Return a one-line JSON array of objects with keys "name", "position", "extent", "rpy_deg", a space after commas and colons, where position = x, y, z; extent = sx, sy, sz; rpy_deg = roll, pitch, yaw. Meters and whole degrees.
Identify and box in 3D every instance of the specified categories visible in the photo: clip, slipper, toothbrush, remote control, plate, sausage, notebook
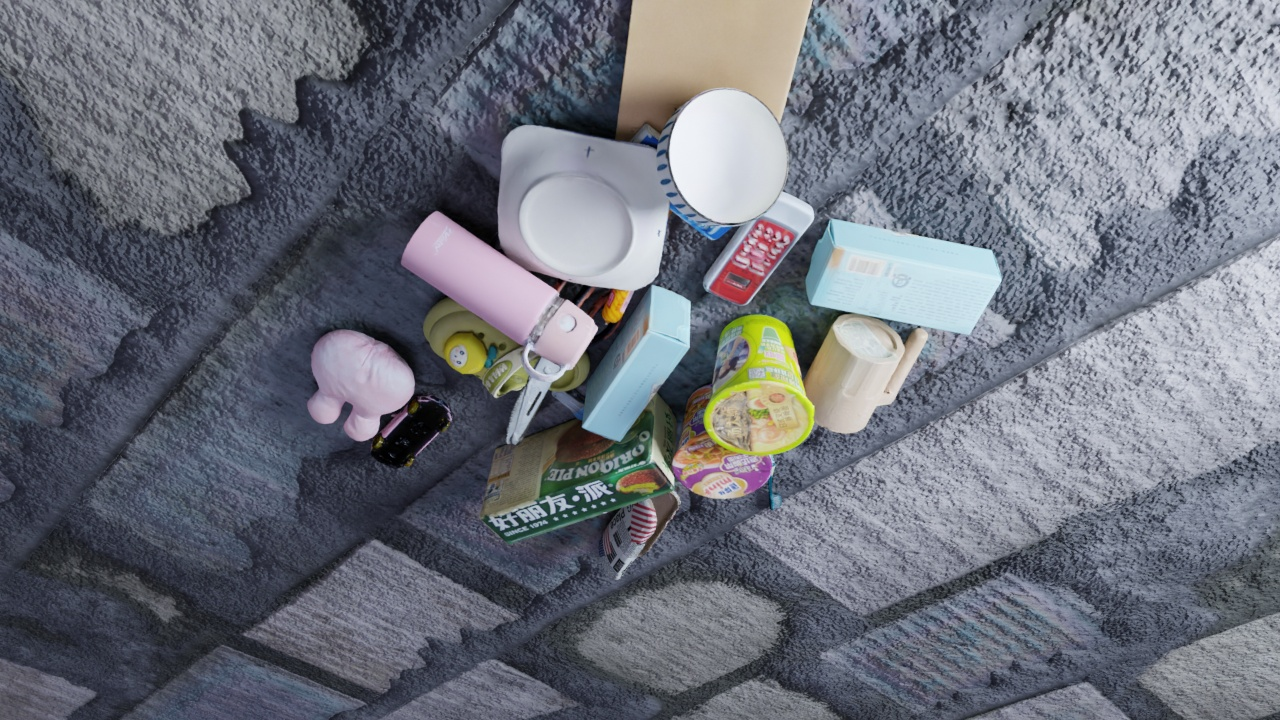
[{"name": "clip", "position": [-0.082, 0.045, 1.084], "extent": [0.026, 0.038, 0.058], "rpy_deg": [-30, 126, 31]}, {"name": "slipper", "position": [-0.144, -0.005, 0.999], "extent": [0.190, 0.081, 0.092], "rpy_deg": [22, 129, -19]}, {"name": "toothbrush", "position": [0.164, 0.126, 1.141], "extent": [0.018, 0.016, 0.192], "rpy_deg": [-10, 133, 0]}, {"name": "remote control", "position": [0.116, -0.110, 0.917], "extent": [0.056, 0.020, 0.136], "rpy_deg": [23, 131, -16]}, {"name": "plate", "position": [-0.058, -0.133, 0.862], "extent": [0.164, 0.034, 0.164], "rpy_deg": [11, 131, 3]}, {"name": "remote control", "position": [0.038, -0.165, 0.856], "extent": [0.125, 0.024, 0.049], "rpy_deg": [34, 126, -20]}, {"name": "sausage", "position": [-0.003, -0.101, 0.919], "extent": [0.021, 0.021, 0.165], "rpy_deg": [19, 121, -13]}, {"name": "notebook", "position": [0.058, -0.245, 0.803], "extent": [0.148, 0.008, 0.208], "rpy_deg": [8, 133, -3]}]

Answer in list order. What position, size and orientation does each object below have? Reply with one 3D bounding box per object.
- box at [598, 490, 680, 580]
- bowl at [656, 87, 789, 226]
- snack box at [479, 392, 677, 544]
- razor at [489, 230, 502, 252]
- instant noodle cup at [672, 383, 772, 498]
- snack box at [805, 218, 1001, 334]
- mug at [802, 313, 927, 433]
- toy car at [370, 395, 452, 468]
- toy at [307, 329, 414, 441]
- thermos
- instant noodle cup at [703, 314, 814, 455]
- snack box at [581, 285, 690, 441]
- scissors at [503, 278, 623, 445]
[{"name": "box", "position": [-0.012, 0.229, 1.205], "extent": [0.076, 0.087, 0.163], "rpy_deg": [30, 134, -2]}, {"name": "bowl", "position": [0.064, -0.173, 0.804], "extent": [0.116, 0.116, 0.066], "rpy_deg": [28, 172, -21]}, {"name": "snack box", "position": [-0.074, 0.128, 1.094], "extent": [0.241, 0.114, 0.063], "rpy_deg": [-22, 127, 22]}, {"name": "razor", "position": [-0.107, -0.155, 0.891], "extent": [0.042, 0.022, 0.143], "rpy_deg": [34, 127, -14]}, {"name": "instant noodle cup", "position": [0.094, 0.086, 1.051], "extent": [0.111, 0.099, 0.112], "rpy_deg": [3, 134, 3]}, {"name": "snack box", "position": [0.258, -0.082, 0.911], "extent": [0.175, 0.051, 0.074], "rpy_deg": [11, 135, -4]}, {"name": "mug", "position": [0.243, 0.011, 0.991], "extent": [0.124, 0.084, 0.104], "rpy_deg": [-6, 136, -24]}, {"name": "toy car", "position": [-0.281, 0.086, 1.126], "extent": [0.056, 0.037, 0.123], "rpy_deg": [36, 114, -29]}, {"name": "toy", "position": [-0.329, 0.029, 1.062], "extent": [0.121, 0.054, 0.160], "rpy_deg": [30, 128, -13]}, {"name": "thermos", "position": [-0.142, -0.058, 0.907], "extent": [0.198, 0.087, 0.067], "rpy_deg": [36, 157, -3]}, {"name": "instant noodle cup", "position": [0.124, 0.018, 0.968], "extent": [0.112, 0.123, 0.112], "rpy_deg": [3, 135, 3]}, {"name": "snack box", "position": [-0.006, 0.006, 1.000], "extent": [0.051, 0.074, 0.175], "rpy_deg": [22, 131, -15]}, {"name": "scissors", "position": [-0.080, 0.001, 0.979], "extent": [0.185, 0.015, 0.209], "rpy_deg": [-14, 117, -14]}]
